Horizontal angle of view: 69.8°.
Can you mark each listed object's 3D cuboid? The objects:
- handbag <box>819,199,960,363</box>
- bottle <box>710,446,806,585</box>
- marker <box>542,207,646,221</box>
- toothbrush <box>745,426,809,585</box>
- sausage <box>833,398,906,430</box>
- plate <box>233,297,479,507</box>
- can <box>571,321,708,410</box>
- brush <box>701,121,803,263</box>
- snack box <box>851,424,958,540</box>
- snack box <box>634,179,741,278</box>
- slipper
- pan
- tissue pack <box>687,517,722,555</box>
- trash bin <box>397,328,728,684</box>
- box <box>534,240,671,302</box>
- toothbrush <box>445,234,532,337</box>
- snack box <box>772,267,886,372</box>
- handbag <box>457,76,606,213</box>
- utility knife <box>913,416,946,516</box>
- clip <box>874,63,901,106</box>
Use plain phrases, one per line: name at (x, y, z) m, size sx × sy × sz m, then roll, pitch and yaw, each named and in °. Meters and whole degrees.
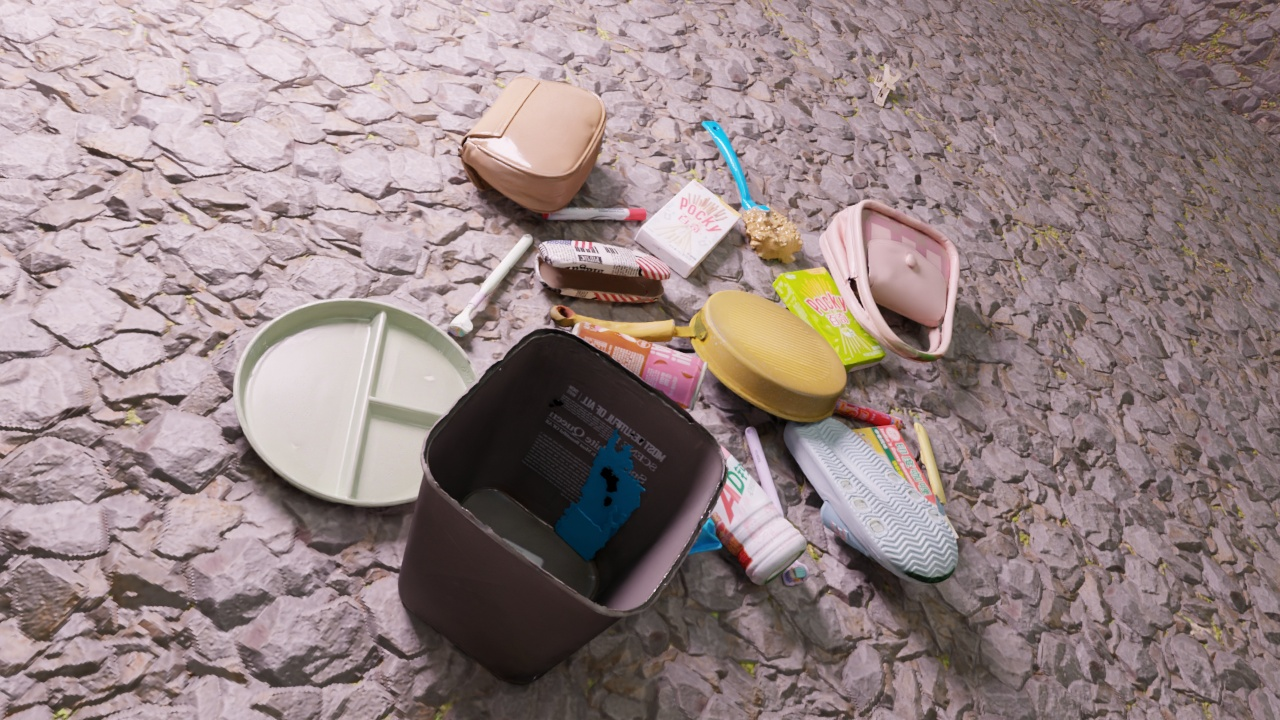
handbag at (0.350, -0.093, 1.249) m, size 0.193 × 0.094 × 0.233 m, roll 20°, pitch 50°, yaw -23°
bottle at (0.083, 0.133, 0.938) m, size 0.068 × 0.068 × 0.197 m, roll -21°, pitch 62°, yaw -39°
marker at (-0.057, -0.185, 1.158) m, size 0.145 × 0.017 × 0.017 m, roll -5°, pitch 57°, yaw -32°
toothbrush at (0.141, 0.151, 0.987) m, size 0.021 × 0.029 × 0.189 m, roll 47°, pitch 23°, yaw -51°
sausage at (0.262, 0.062, 1.127) m, size 0.155 × 0.020 × 0.020 m, roll 17°, pitch 47°, yaw -16°
plate at (-0.256, 0.038, 0.854) m, size 0.230 × 0.028 × 0.229 m, roll 15°, pitch 47°, yaw -17°
can at (-0.006, 0.006, 0.977) m, size 0.147 × 0.058 × 0.057 m, roll 18°, pitch 46°, yaw 3°
brush at (0.149, -0.243, 1.293) m, size 0.083 × 0.046 × 0.254 m, roll -11°, pitch 65°, yaw -31°
snack box at (0.300, 0.149, 1.070) m, size 0.076 × 0.027 × 0.155 m, roll -3°, pitch 56°, yaw -33°
snack box at (0.065, -0.176, 1.211) m, size 0.084 × 0.027 × 0.156 m, roll 38°, pitch 46°, yaw 4°
slipper at (0.237, 0.154, 1.004) m, size 0.103 × 0.074 × 0.245 m, roll -7°, pitch 41°, yaw -32°
pan at (0.073, -0.021, 1.062) m, size 0.357 × 0.078 × 0.197 m, roll 20°, pitch 31°, yaw -18°
tissue pack at (0.015, 0.130, 0.878) m, size 0.090 × 0.063 × 0.140 m, roll -18°, pitch 58°, yaw 0°
trash bin at (-0.078, 0.131, 0.740) m, size 0.199 × 0.220 × 0.198 m, roll 36°, pitch 46°, yaw 3°
box at (-0.041, -0.116, 1.068) m, size 0.163 × 0.076 × 0.075 m, roll 4°, pitch 46°, yaw -23°
toothbrush at (-0.161, -0.088, 1.018) m, size 0.029 × 0.020 × 0.189 m, roll 6°, pitch 40°, yaw 19°
snack box at (0.249, -0.055, 1.212) m, size 0.085 × 0.026 × 0.156 m, roll -11°, pitch 59°, yaw -36°
handbag at (-0.127, -0.265, 1.133) m, size 0.148 × 0.100 × 0.203 m, roll 23°, pitch 46°, yaw 0°
utility knife at (0.349, 0.127, 1.100) m, size 0.031 × 0.019 × 0.176 m, roll 42°, pitch 23°, yaw -20°
clip at (0.452, -0.504, 1.704) m, size 0.034 × 0.077 × 0.103 m, roll 27°, pitch 55°, yaw -8°
